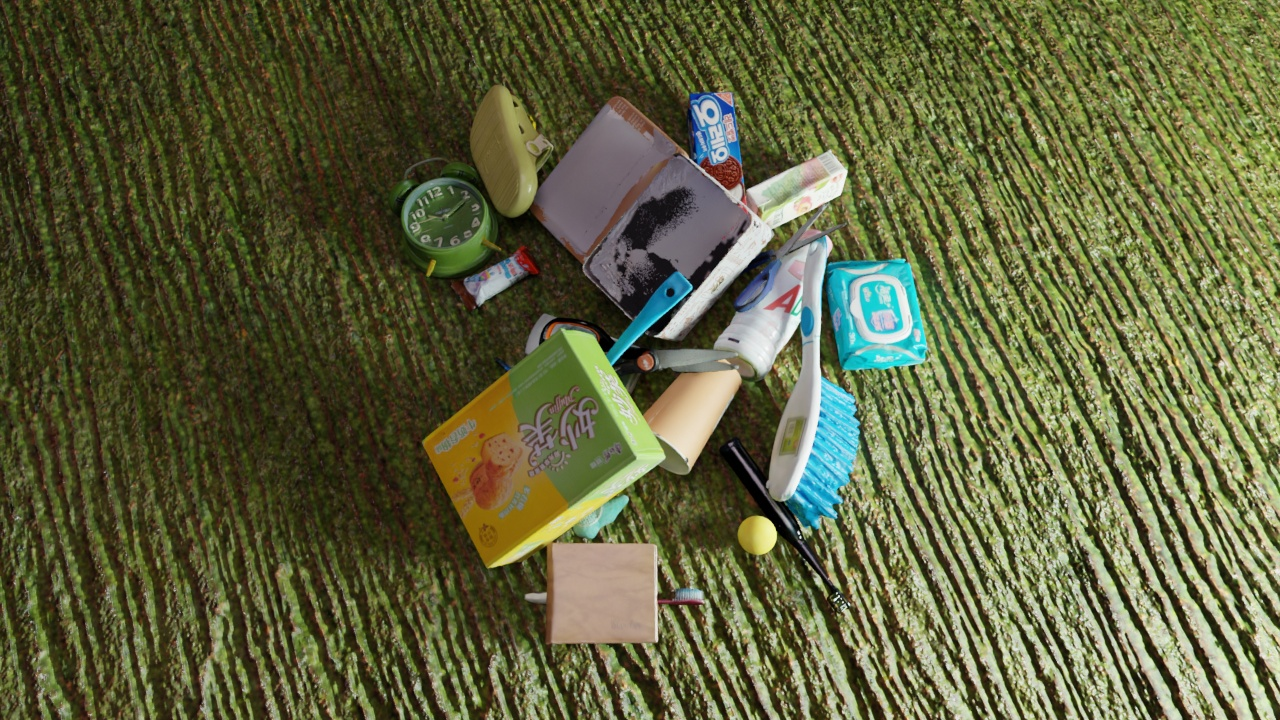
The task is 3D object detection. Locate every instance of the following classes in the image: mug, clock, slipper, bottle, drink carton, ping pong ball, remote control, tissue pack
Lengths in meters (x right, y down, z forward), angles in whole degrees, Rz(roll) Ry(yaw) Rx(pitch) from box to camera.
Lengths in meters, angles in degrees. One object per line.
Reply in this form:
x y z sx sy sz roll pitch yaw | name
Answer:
0.055 0.054 0.999 0.078 0.078 0.122 34 67 13 | mug
-0.237 -0.176 1.102 0.116 0.056 0.161 -22 69 -9 | clock
-0.153 -0.250 1.127 0.081 0.092 0.190 9 50 -39 | slipper
0.158 -0.069 1.051 0.068 0.068 0.196 30 69 12 | bottle
0.184 -0.204 1.111 0.122 0.054 0.045 -27 68 -10 | drink carton
0.122 0.183 0.962 0.040 0.040 0.040 0 68 0 | ping pong ball
-0.063 -0.008 1.052 0.135 0.019 0.056 21 70 9 | remote control
0.269 -0.055 1.051 0.093 0.050 0.133 -6 68 -1 | tissue pack

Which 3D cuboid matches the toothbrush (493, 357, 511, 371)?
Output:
-0.096 0.054 1.032 0.189 0.014 0.016 37 96 15 | toothbrush

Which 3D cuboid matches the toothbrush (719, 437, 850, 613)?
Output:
0.153 0.174 0.973 0.027 0.026 0.212 -22 68 -33 | toothbrush

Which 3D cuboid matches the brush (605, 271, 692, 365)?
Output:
-0.037 0.006 0.971 0.083 0.045 0.255 47 110 14 | brush

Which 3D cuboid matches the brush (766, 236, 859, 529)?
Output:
0.193 0.017 0.995 0.109 0.061 0.313 31 64 -28 | brush

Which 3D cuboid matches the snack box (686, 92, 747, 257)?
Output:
0.092 -0.229 1.120 0.058 0.057 0.207 -4 68 -2 | snack box

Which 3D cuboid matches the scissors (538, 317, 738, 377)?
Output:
-0.008 -0.014 0.992 0.235 0.021 0.148 -24 92 23 | scissors

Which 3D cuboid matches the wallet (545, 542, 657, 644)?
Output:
-0.039 0.237 0.936 0.115 0.020 0.101 0 74 -3 | wallet

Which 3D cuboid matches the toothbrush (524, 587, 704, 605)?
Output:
-0.027 0.244 0.953 0.187 0.016 0.017 1 60 1 | toothbrush

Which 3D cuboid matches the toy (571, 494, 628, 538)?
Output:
-0.074 0.153 0.984 0.096 0.030 0.092 -43 69 -7 | toy

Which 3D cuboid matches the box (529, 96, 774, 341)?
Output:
-0.002 -0.166 1.052 0.259 0.082 0.177 46 103 21 | box

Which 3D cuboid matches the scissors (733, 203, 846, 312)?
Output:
0.151 -0.115 1.040 0.012 0.163 0.174 48 57 -27 | scissors

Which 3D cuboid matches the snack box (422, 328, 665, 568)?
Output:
-0.103 0.091 0.937 0.210 0.070 0.157 -38 71 18 | snack box

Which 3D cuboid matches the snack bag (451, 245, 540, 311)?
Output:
-0.168 -0.098 1.087 0.105 0.026 0.045 -31 74 -9 | snack bag
